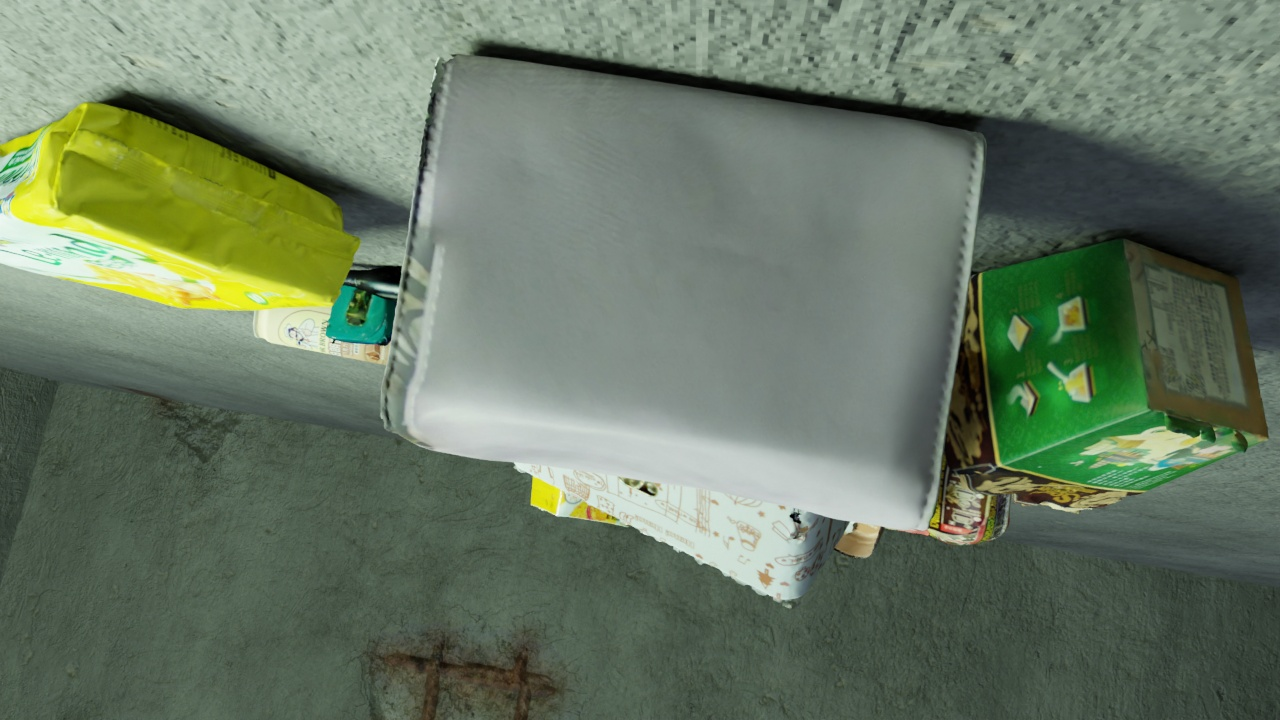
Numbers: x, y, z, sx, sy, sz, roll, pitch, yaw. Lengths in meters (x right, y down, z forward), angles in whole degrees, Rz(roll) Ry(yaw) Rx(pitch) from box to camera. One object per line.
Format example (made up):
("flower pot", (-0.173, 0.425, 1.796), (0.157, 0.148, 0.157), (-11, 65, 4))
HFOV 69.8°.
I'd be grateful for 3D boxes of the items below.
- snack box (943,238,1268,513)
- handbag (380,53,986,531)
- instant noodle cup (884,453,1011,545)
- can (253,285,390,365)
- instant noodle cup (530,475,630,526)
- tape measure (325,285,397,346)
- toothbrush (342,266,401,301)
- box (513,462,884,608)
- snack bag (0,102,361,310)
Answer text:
("snack box", (0.215, 0.003, 0.433), (0.118, 0.117, 0.106), (12, 158, -24))
("handbag", (0.015, -0.022, 0.348), (0.197, 0.144, 0.098), (9, 167, 4))
("instant noodle cup", (0.150, 0.041, 0.609), (0.189, 0.078, 0.165), (6, 136, 22))
("can", (-0.254, -0.034, 0.761), (0.116, 0.058, 0.058), (11, 169, -9))
("instant noodle cup", (-0.045, 0.082, 0.843), (0.116, 0.123, 0.116), (14, 174, -25))
("tape measure", (-0.216, -0.038, 0.714), (0.058, 0.054, 0.025), (5, 171, 21))
("toothbrush", (-0.181, -0.057, 0.671), (0.213, 0.026, 0.027), (10, 135, 8))
("box", (0.036, 0.055, 0.501), (0.181, 0.157, 0.198), (23, 136, 23))
("snack bag", (-0.290, -0.080, 0.532), (0.247, 0.068, 0.158), (1, 167, 40))
